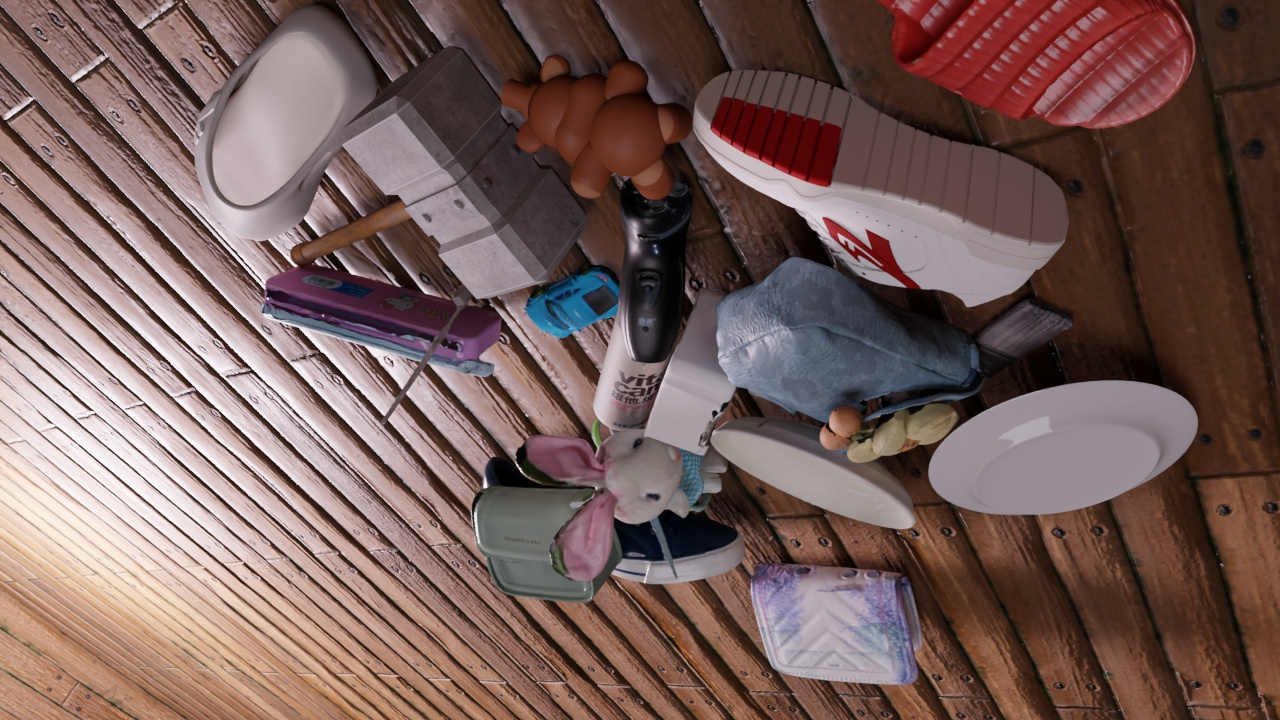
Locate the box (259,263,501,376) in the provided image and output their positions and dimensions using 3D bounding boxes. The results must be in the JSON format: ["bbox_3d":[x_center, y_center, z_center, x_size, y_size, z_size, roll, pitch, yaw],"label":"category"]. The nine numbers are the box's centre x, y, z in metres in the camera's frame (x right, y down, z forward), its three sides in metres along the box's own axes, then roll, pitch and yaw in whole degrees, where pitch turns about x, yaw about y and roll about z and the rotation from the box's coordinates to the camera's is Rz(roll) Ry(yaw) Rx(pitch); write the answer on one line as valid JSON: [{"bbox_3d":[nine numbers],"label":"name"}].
[{"bbox_3d":[-0.234,-0.033,0.831,0.214,0.078,0.065,15,103,11],"label":"box"}]

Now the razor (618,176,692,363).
[{"bbox_3d":[0.009,-0.065,0.677,0.053,0.063,0.141,5,106,10],"label":"razor"}]

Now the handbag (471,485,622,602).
[{"bbox_3d":[-0.091,0.170,0.867,0.122,0.067,0.106,-2,115,29],"label":"handbag"}]

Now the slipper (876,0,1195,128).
[{"bbox_3d":[0.177,-0.196,0.486,0.249,0.059,0.104,32,138,-5],"label":"slipper"}]

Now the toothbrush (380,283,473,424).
[{"bbox_3d":[-0.173,-0.013,0.753,0.010,0.181,0.010,-13,124,28],"label":"toothbrush"}]

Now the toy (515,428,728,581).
[{"bbox_3d":[0.012,0.104,0.792,0.205,0.131,0.106,-3,158,-42],"label":"toy"}]

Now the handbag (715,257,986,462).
[{"bbox_3d":[0.147,0.010,0.649,0.191,0.118,0.122,21,150,-30],"label":"handbag"}]

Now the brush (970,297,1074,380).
[{"bbox_3d":[0.251,0.000,0.688,0.039,0.012,0.152,34,139,-9],"label":"brush"}]

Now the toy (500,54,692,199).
[{"bbox_3d":[-0.034,-0.161,0.626,0.128,0.065,0.095,24,98,19],"label":"toy"}]

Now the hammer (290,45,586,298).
[{"bbox_3d":[-0.209,-0.117,0.753,0.319,0.082,0.163,-10,128,43],"label":"hammer"}]

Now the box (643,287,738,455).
[{"bbox_3d":[0.064,0.018,0.729,0.091,0.102,0.107,19,140,4],"label":"box"}]

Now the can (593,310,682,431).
[{"bbox_3d":[-0.005,0.005,0.783,0.054,0.054,0.136,22,141,3],"label":"can"}]

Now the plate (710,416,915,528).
[{"bbox_3d":[0.148,0.088,0.776,0.182,0.034,0.182,24,166,6],"label":"plate"}]

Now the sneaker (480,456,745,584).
[{"bbox_3d":[-0.037,0.144,0.931,0.295,0.120,0.127,7,108,21],"label":"sneaker"}]

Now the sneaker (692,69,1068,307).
[{"bbox_3d":[0.139,-0.099,0.593,0.236,0.090,0.104,19,145,1],"label":"sneaker"}]

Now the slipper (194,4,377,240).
[{"bbox_3d":[-0.302,-0.168,0.722,0.267,0.080,0.113,-28,109,43],"label":"slipper"}]

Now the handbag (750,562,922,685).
[{"bbox_3d":[0.204,0.262,0.948,0.159,0.069,0.126,-4,117,29],"label":"handbag"}]

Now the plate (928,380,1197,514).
[{"bbox_3d":[0.314,0.077,0.684,0.188,0.016,0.189,-1,143,-1],"label":"plate"}]

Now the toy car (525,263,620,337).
[{"bbox_3d":[-0.057,-0.046,0.776,0.106,0.032,0.048,-19,123,40],"label":"toy car"}]

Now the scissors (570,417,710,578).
[{"bbox_3d":[0.002,0.124,0.857,0.172,0.171,0.021,1,148,-47],"label":"scissors"}]
